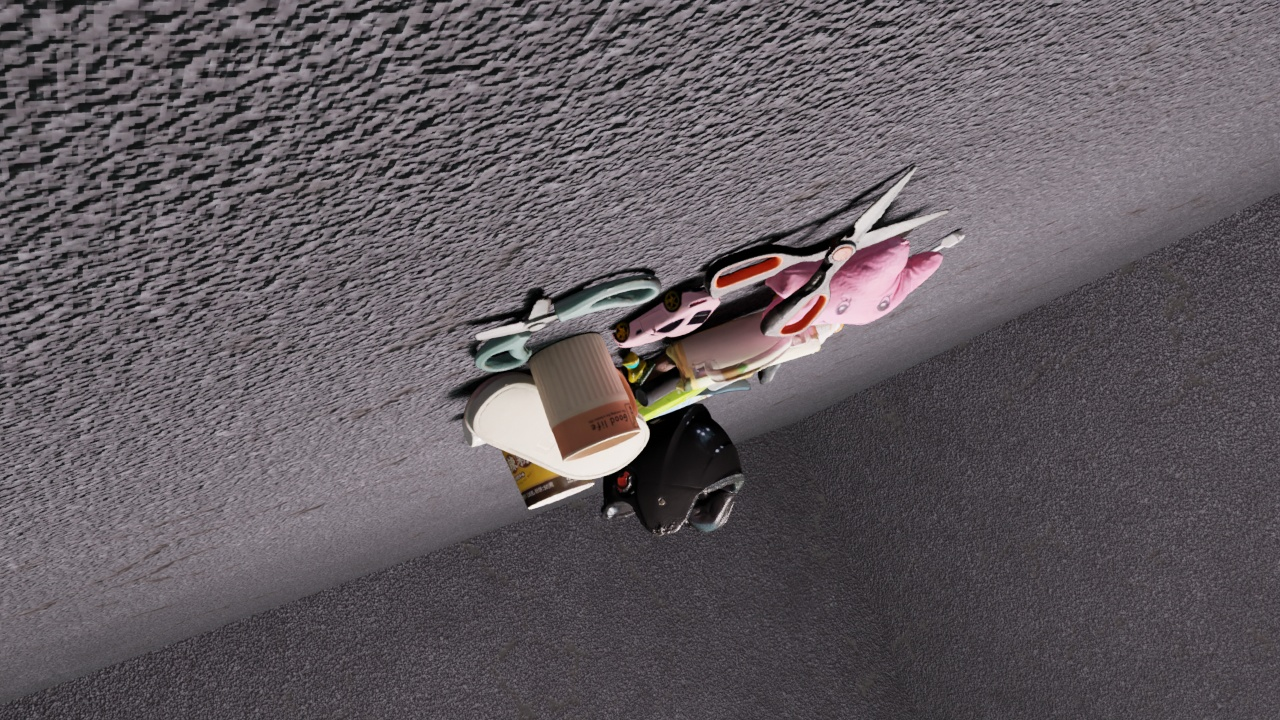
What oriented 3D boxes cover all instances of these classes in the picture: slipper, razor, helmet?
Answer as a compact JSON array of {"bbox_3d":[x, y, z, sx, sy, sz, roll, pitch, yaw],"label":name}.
[{"bbox_3d":[-0.089,0.066,1.010,0.114,0.054,0.274,-51,143,13],"label":"slipper"},{"bbox_3d":[0.121,0.016,1.304,0.167,0.067,0.062,-14,-164,-6],"label":"razor"},{"bbox_3d":[0.050,0.204,1.657,0.275,0.230,0.233,-15,164,22],"label":"helmet"},{"bbox_3d":[-0.006,0.006,1.069,0.043,0.028,0.132,-53,172,-4],"label":"razor"}]

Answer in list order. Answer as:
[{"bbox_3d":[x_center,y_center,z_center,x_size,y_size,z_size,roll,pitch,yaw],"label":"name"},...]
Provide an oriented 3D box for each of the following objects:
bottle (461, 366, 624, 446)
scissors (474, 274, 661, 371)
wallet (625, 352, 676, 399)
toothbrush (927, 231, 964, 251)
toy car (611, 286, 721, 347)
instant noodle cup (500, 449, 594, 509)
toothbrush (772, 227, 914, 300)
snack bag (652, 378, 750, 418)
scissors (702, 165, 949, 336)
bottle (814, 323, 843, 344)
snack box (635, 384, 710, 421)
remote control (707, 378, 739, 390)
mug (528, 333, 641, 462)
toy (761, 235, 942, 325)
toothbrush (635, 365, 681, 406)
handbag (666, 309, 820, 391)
[{"bbox_3d":[-0.111,0.057,1.075,0.194,0.044,0.080,-16,165,-25],"label":"bottle"},{"bbox_3d":[-0.071,-0.030,0.781,0.171,0.019,0.170,-18,171,-29],"label":"scissors"},{"bbox_3d":[0.035,0.015,1.202,0.101,0.032,0.124,-31,168,27],"label":"wallet"},{"bbox_3d":[0.339,-0.119,1.177,0.016,0.016,0.181,-21,171,-43],"label":"toothbrush"},{"bbox_3d":[0.026,-0.038,0.888,0.123,0.037,0.056,-29,166,39],"label":"toy car"},{"bbox_3d":[-0.123,0.124,1.197,0.118,0.114,0.118,-21,171,-4],"label":"instant noodle cup"},{"bbox_3d":[0.220,-0.105,1.001,0.192,0.016,0.018,-30,178,40],"label":"toothbrush"},{"bbox_3d":[0.056,0.049,1.342,0.190,0.039,0.110,-16,-172,-24],"label":"snack bag"},{"bbox_3d":[0.164,-0.091,0.840,0.220,0.021,0.228,-9,146,-9],"label":"scissors"},{"bbox_3d":[0.210,-0.044,1.161,0.108,0.063,0.063,-14,167,-37],"label":"bottle"},{"bbox_3d":[0.023,0.053,1.170,0.156,0.026,0.086,-25,172,-30],"label":"snack box"},{"bbox_3d":[0.139,-0.006,1.243,0.136,0.056,0.020,-27,-158,24],"label":"remote control"},{"bbox_3d":[-0.047,0.035,0.913,0.082,0.106,0.114,-29,168,34],"label":"mug"},{"bbox_3d":[0.210,-0.081,0.932,0.194,0.074,0.179,-5,159,-21],"label":"toy"},{"bbox_3d":[0.080,0.000,1.146,0.212,0.026,0.027,-30,172,-31],"label":"toothbrush"},{"bbox_3d":[0.117,-0.013,1.025,0.163,0.063,0.179,-18,-174,-3],"label":"handbag"}]
